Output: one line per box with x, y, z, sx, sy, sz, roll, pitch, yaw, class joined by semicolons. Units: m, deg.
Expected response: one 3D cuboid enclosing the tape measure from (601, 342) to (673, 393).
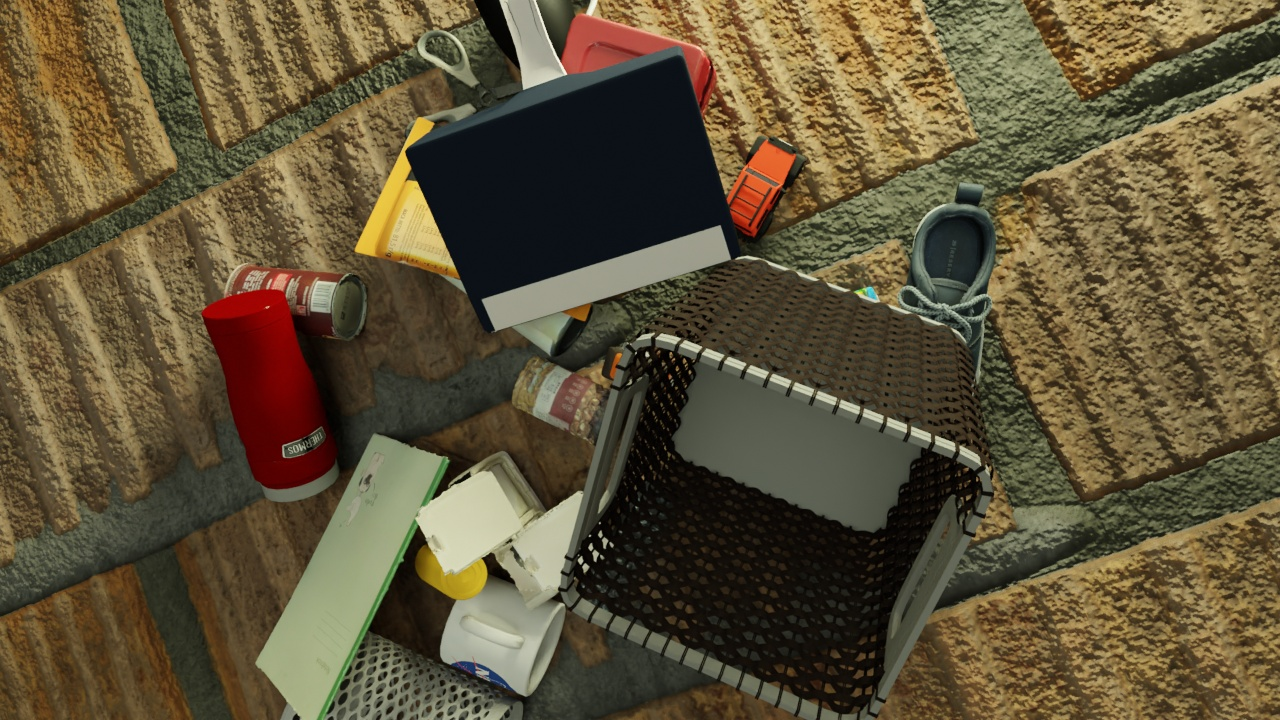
-0.005;0.005;0.876;0.058;0.059;0.038;16;93;-28;tape measure

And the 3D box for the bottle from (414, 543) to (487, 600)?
-0.187;0.197;0.878;0.043;0.144;0.043;2;84;-25;bottle

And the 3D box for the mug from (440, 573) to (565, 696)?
-0.133;0.259;0.873;0.090;0.121;0.091;19;75;11;mug

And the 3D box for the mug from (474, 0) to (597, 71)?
-0.088;-0.331;0.885;0.118;0.085;0.100;-29;96;-19;mug

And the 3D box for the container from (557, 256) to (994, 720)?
0.114;0.080;0.723;0.246;0.243;0.248;21;118;11;container

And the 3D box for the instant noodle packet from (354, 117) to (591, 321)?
-0.135;-0.137;0.869;0.221;0.032;0.159;17;65;0;instant noodle packet

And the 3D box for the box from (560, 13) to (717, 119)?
-0.014;-0.210;0.816;0.129;0.087;0.158;18;95;6;box

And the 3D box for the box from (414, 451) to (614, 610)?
-0.098;0.145;0.826;0.105;0.187;0.143;-35;91;14;box

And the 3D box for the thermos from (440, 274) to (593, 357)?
-0.155;-0.094;0.902;0.230;0.068;0.068;37;97;10;thermos

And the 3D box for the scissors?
-0.175;-0.268;0.930;0.158;0.012;0.171;-40;83;11;scissors

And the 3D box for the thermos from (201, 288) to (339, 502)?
-0.369;0.034;0.910;0.108;0.083;0.199;14;123;41;thermos

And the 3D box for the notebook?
-0.272;0.194;0.860;0.182;0.010;0.252;6;68;53;notebook

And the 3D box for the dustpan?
-0.067;-0.189;0.767;0.236;0.080;0.273;-16;114;10;dustpan

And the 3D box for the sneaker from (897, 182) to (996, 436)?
0.263;-0.034;0.804;0.089;0.087;0.235;10;93;12;sneaker

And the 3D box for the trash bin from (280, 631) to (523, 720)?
-0.231;0.361;0.880;0.183;0.156;0.156;22;95;13;trash bin

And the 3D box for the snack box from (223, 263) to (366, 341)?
-0.351;-0.059;0.940;0.121;0.072;0.072;6;92;10;snack box

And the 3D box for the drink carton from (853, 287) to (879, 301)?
0.162;-0.025;0.850;0.129;0.038;0.044;-24;86;11;drink carton

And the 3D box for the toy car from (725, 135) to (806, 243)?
0.110;-0.160;0.854;0.051;0.048;0.100;30;96;10;toy car

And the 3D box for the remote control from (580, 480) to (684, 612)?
-0.013;0.187;0.899;0.047;0.022;0.150;33;99;9;remote control

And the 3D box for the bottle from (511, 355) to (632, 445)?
-0.066;0.041;0.889;0.105;0.056;0.056;24;95;10;bottle
